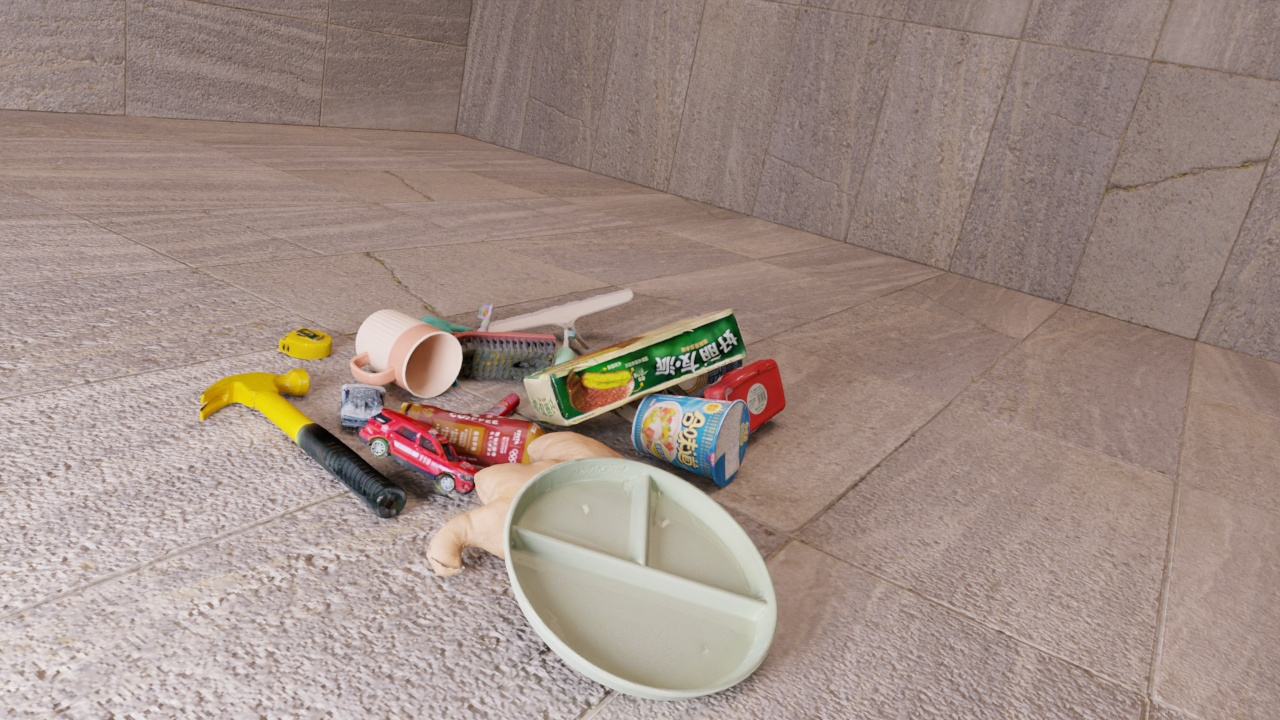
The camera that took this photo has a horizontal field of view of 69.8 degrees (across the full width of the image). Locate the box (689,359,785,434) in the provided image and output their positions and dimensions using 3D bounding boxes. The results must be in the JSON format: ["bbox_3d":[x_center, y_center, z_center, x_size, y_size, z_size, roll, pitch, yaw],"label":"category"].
[{"bbox_3d":[0.119,0.059,1.157,0.068,0.090,0.200,-11,6,29],"label":"box"}]

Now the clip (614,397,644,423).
[{"bbox_3d":[-0.038,0.049,1.162,0.098,0.034,0.064,26,20,15],"label":"clip"}]

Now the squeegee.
[{"bbox_3d":[-0.071,-0.015,1.319,0.246,0.039,0.246,-16,33,-22],"label":"squeegee"}]

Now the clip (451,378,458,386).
[{"bbox_3d":[-0.249,0.020,1.145,0.041,0.014,0.056,-3,24,-38],"label":"clip"}]

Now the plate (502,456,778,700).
[{"bbox_3d":[0.000,0.166,0.724,0.230,0.028,0.229,17,35,-12],"label":"plate"}]

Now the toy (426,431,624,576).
[{"bbox_3d":[-0.083,0.133,0.811,0.143,0.083,0.225,19,24,24],"label":"toy"}]

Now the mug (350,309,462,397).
[{"bbox_3d":[-0.291,-0.005,1.096,0.106,0.082,0.114,23,38,36],"label":"mug"}]

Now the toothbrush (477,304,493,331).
[{"bbox_3d":[-0.228,-0.037,1.293,0.021,0.029,0.189,46,16,-20],"label":"toothbrush"}]

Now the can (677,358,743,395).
[{"bbox_3d":[0.085,0.010,1.278,0.075,0.075,0.111,21,21,27],"label":"can"}]

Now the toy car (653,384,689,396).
[{"bbox_3d":[0.036,0.051,1.144,0.090,0.042,0.035,45,29,26],"label":"toy car"}]

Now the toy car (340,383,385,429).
[{"bbox_3d":[-0.302,0.047,1.001,0.049,0.031,0.105,6,17,-20],"label":"toy car"}]

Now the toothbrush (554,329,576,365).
[{"bbox_3d":[-0.101,0.006,1.216,0.027,0.026,0.224,5,25,-5],"label":"toothbrush"}]

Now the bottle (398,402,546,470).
[{"bbox_3d":[-0.159,0.083,0.935,0.175,0.057,0.057,9,18,-7],"label":"bottle"}]

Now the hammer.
[{"bbox_3d":[-0.325,0.075,0.900,0.301,0.033,0.128,26,23,38],"label":"hammer"}]

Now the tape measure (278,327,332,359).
[{"bbox_3d":[-0.415,-0.023,1.147,0.057,0.029,0.060,14,19,7],"label":"tape measure"}]

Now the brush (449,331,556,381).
[{"bbox_3d":[-0.186,-0.011,1.197,0.145,0.063,0.069,3,32,-20],"label":"brush"}]

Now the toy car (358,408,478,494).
[{"bbox_3d":[-0.206,0.086,0.870,0.120,0.045,0.053,30,1,0],"label":"toy car"}]

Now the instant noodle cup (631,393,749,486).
[{"bbox_3d":[0.054,0.080,1.030,0.110,0.099,0.099,13,17,27],"label":"instant noodle cup"}]

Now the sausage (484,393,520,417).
[{"bbox_3d":[-0.169,0.065,1.045,0.020,0.020,0.155,15,18,9],"label":"sausage"}]

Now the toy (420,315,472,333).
[{"bbox_3d":[-0.279,-0.041,1.286,0.096,0.030,0.092,9,19,-26],"label":"toy"}]

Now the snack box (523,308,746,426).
[{"bbox_3d":[-0.006,0.006,1.069,0.239,0.063,0.115,-21,6,-22],"label":"snack box"}]
